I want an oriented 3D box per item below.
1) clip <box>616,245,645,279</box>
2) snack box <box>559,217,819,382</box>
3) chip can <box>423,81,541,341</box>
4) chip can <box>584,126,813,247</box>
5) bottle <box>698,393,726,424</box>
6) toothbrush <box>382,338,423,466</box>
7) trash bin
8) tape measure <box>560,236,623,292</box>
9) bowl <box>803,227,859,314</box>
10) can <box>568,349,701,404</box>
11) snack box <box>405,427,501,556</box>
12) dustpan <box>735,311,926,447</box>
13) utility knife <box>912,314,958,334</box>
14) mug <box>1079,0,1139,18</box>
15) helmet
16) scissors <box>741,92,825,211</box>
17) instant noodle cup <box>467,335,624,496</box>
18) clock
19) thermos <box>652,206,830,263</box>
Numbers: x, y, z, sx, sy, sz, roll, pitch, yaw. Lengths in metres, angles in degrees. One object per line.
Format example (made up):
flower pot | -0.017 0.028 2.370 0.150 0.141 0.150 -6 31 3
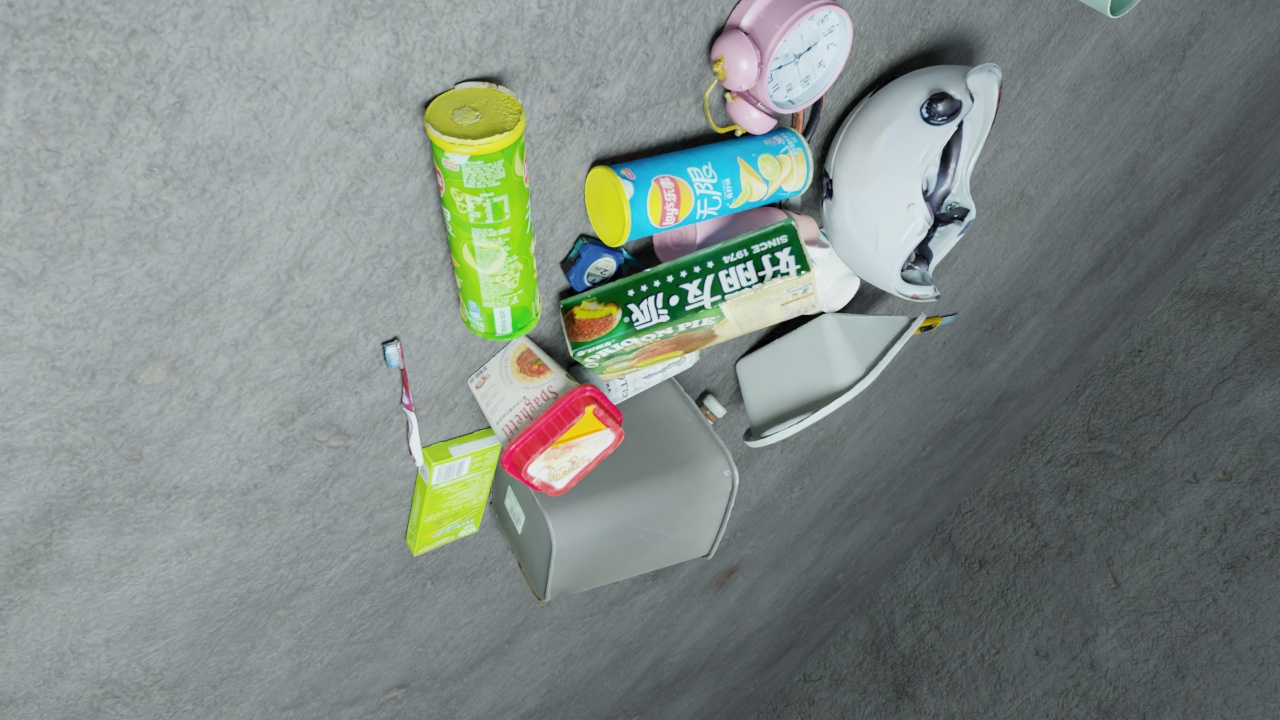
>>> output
clip | -0.014 -0.097 0.920 0.034 0.013 0.055 -39 152 -7
snack box | 0.051 -0.053 0.899 0.240 0.063 0.114 -19 162 10
chip can | -0.119 -0.106 0.727 0.072 0.072 0.222 -28 147 -23
chip can | 0.057 -0.163 0.841 0.209 0.071 0.071 -19 143 -26
bottle | 0.032 0.127 1.222 0.206 0.060 0.059 -45 150 5
toothbrush | -0.221 0.046 0.862 0.017 0.016 0.188 -19 144 -21
trash bin | -0.041 0.146 1.047 0.219 0.198 0.199 -16 140 -26
tape measure | -0.048 -0.092 0.876 0.058 0.025 0.055 12 123 -50
bowl | 0.230 -0.102 1.146 0.116 0.066 0.117 -29 148 -21
can | -0.006 0.006 1.018 0.146 0.058 0.058 -25 146 -26
snack box | -0.205 0.144 0.998 0.085 0.026 0.157 -17 142 -37
dustpan | 0.242 0.035 1.206 0.257 0.142 0.223 5 154 -44
utility knife | 0.481 -0.060 1.545 0.217 0.015 0.033 -11 141 -42
mug | 0.496 -0.429 0.989 0.111 0.106 0.082 -7 134 -45
helmet | 0.278 -0.201 0.987 0.258 0.146 0.229 -68 154 -7
scissors | 0.148 -0.204 0.970 0.213 0.015 0.198 -3 133 -49
instant noodle cup | -0.098 0.050 0.902 0.116 0.124 0.116 -42 151 -2
clock | 0.116 -0.264 0.808 0.158 0.060 0.117 -38 149 -3
thermos | 0.112 -0.124 0.949 0.198 0.087 0.067 -4 117 -41
